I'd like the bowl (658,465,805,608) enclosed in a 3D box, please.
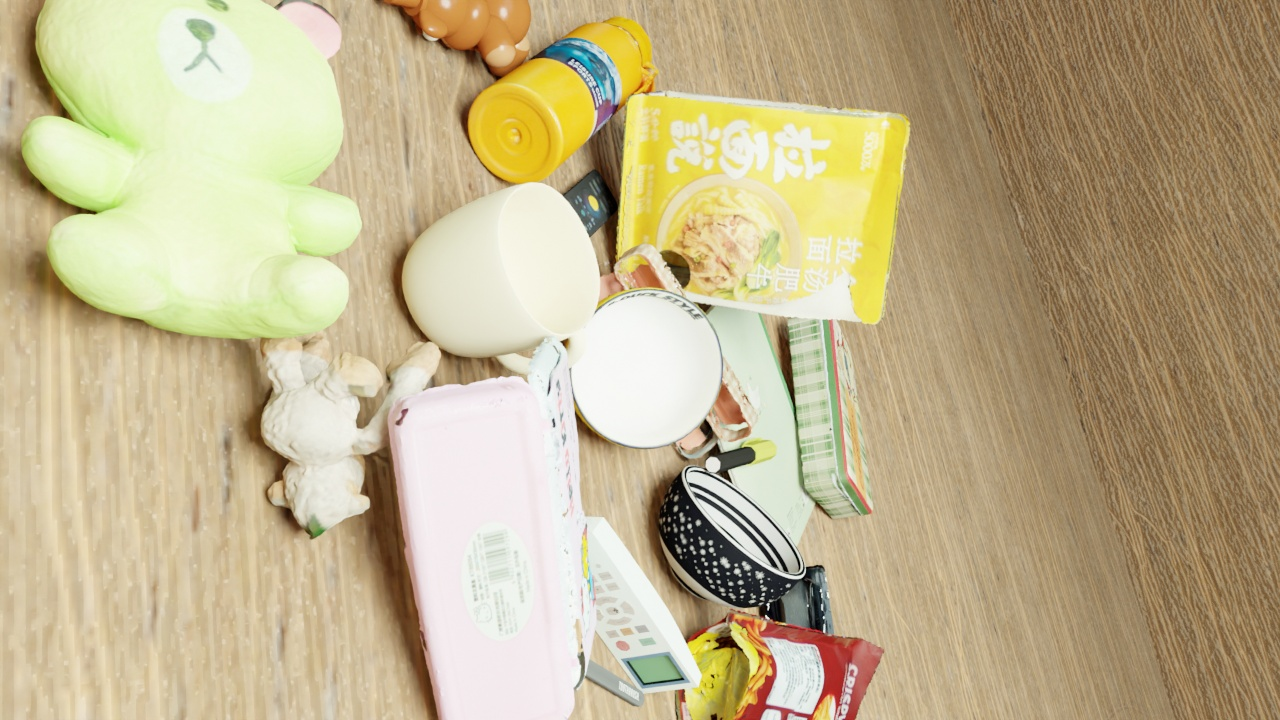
[{"bbox_3d":[0.059,0.146,0.706,0.120,0.066,0.120,36,13,-10],"label":"bowl"}]

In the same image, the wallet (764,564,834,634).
[{"bbox_3d":[0.141,0.242,0.815,0.089,0.026,0.115,14,67,-51],"label":"wallet"}]

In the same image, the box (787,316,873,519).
[{"bbox_3d":[0.204,0.057,0.979,0.117,0.051,0.205,45,39,-50],"label":"box"}]

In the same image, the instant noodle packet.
[{"bbox_3d":[0.094,-0.124,0.734,0.084,0.222,0.163,-28,126,-56],"label":"instant noodle packet"}]

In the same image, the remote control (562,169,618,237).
[{"bbox_3d":[-0.056,-0.114,0.739,0.041,0.020,0.151,58,33,-15],"label":"remote control"}]

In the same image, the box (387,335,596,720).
[{"bbox_3d":[-0.060,0.099,0.498,0.146,0.077,0.202,-24,115,-46],"label":"box"}]

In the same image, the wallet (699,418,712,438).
[{"bbox_3d":[0.031,0.004,0.799,0.123,0.019,0.072,57,34,-19],"label":"wallet"}]

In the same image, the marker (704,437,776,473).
[{"bbox_3d":[0.085,0.080,0.779,0.021,0.018,0.123,51,22,18],"label":"marker"}]

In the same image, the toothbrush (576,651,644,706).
[{"bbox_3d":[-0.047,0.190,0.588,0.167,0.013,0.012,45,40,-37],"label":"toothbrush"}]

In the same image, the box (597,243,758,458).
[{"bbox_3d":[0.022,-0.005,0.742,0.187,0.083,0.041,56,32,-16],"label":"box"}]

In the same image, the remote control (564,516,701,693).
[{"bbox_3d":[-0.012,0.162,0.617,0.143,0.050,0.024,58,35,-17],"label":"remote control"}]

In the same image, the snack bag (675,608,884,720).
[{"bbox_3d":[0.117,0.273,0.720,0.207,0.067,0.138,28,77,-39],"label":"snack bag"}]

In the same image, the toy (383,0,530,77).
[{"bbox_3d":[-0.135,-0.256,0.677,0.127,0.065,0.095,-10,73,-49],"label":"toy"}]

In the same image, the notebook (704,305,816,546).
[{"bbox_3d":[0.113,0.059,0.869,0.181,0.010,0.252,-46,119,-55],"label":"notebook"}]

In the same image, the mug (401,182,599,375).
[{"bbox_3d":[-0.088,-0.041,0.575,0.120,0.100,0.096,63,35,-21],"label":"mug"}]

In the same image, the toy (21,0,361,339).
[{"bbox_3d":[-0.209,-0.098,0.437,0.150,0.107,0.196,7,55,-29],"label":"toy"}]

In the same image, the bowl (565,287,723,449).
[{"bbox_3d":[-0.004,0.004,0.684,0.117,0.068,0.117,-2,95,-17],"label":"bowl"}]

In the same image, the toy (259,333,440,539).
[{"bbox_3d":[-0.151,0.038,0.464,0.074,0.085,0.106,49,46,-83],"label":"toy"}]

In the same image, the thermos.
[{"bbox_3d":[-0.050,-0.216,0.752,0.091,0.076,0.232,58,33,-20],"label":"thermos"}]
